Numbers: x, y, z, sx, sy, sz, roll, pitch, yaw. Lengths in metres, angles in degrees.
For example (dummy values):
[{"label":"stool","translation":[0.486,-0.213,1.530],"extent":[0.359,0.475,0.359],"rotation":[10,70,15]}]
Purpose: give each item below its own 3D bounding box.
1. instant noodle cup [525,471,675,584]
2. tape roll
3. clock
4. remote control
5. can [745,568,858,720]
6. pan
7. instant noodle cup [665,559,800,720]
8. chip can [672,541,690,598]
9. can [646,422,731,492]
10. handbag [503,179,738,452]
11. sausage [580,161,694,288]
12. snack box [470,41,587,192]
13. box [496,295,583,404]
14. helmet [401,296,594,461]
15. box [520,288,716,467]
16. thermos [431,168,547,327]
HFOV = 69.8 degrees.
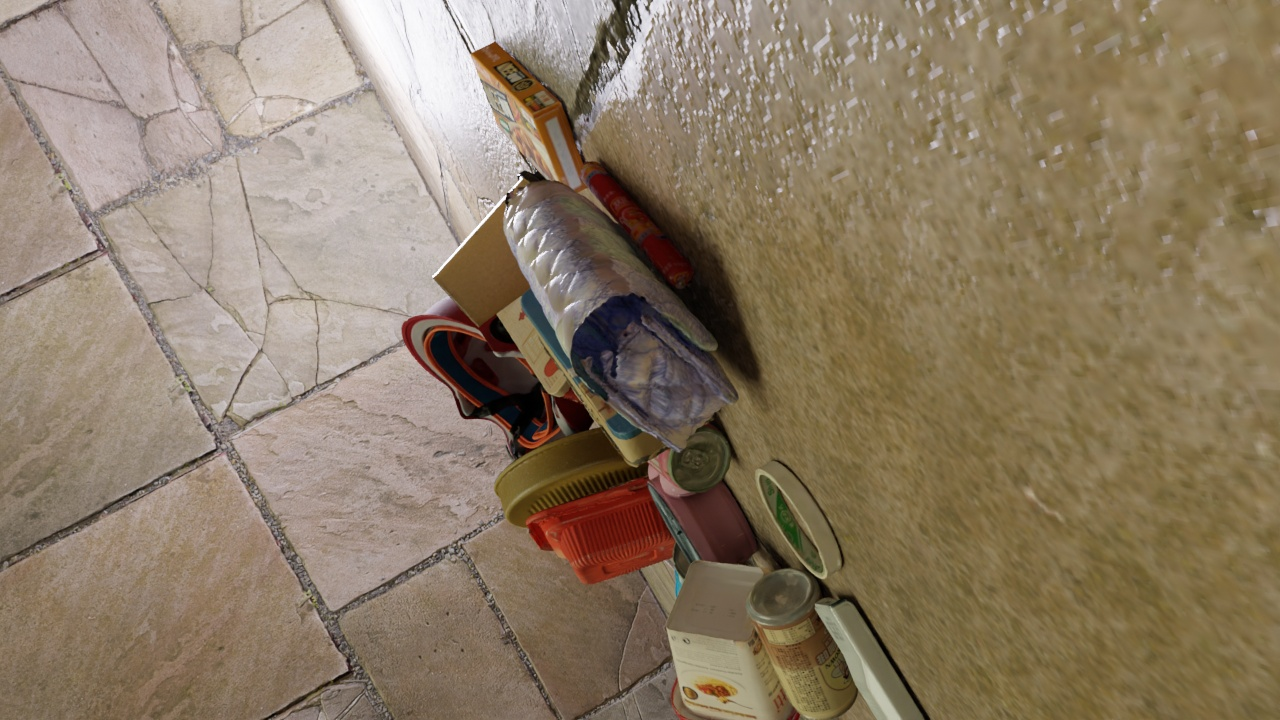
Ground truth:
[{"label":"instant noodle cup","translation":[-0.025,0.187,1.008],"extent":[0.165,0.189,0.079],"rotation":[80,173,-67]},{"label":"tape roll","translation":[0.106,0.108,0.624],"extent":[0.085,0.014,0.086],"rotation":[59,171,15]},{"label":"clock","translation":[0.051,0.136,0.869],"extent":[0.158,0.059,0.117],"rotation":[60,172,-3]},{"label":"remote control","translation":[0.163,0.220,0.630],"extent":[0.125,0.024,0.049],"rotation":[60,170,11]},{"label":"can","translation":[0.127,0.221,0.715],"extent":[0.116,0.058,0.058],"rotation":[66,170,-25]},{"label":"pan","translation":[-0.061,0.148,1.095],"extent":[0.358,0.197,0.078],"rotation":[79,173,-66]},{"label":"instant noodle cup","translation":[0.081,0.244,0.790],"extent":[0.117,0.116,0.124],"rotation":[1,128,27]},{"label":"chip can","translation":[0.073,0.241,1.032],"extent":[0.071,0.071,0.210],"rotation":[57,169,22]},{"label":"can","translation":[0.020,0.062,0.786],"extent":[0.058,0.058,0.147],"rotation":[65,166,-23]},{"label":"handbag","translation":[-0.017,-0.037,0.601],"extent":[0.134,0.075,0.194],"rotation":[41,-172,-36]},{"label":"sausage","translation":[-0.006,-0.093,0.604],"extent":[0.156,0.020,0.020],"rotation":[53,168,40]},{"label":"snack box","translation":[-0.090,-0.194,0.732],"extent":[0.153,0.026,0.075],"rotation":[51,166,46]},{"label":"box","translation":[-0.068,-0.032,0.885],"extent":[0.076,0.091,0.168],"rotation":[23,-160,-42]},{"label":"helmet","translation":[-0.137,-0.004,1.049],"extent":[0.240,0.143,0.207],"rotation":[39,148,2]},{"label":"box","translation":[-0.022,-0.008,0.730],"extent":[0.184,0.089,0.060],"rotation":[49,167,31]},{"label":"thermos","translation":[-0.113,-0.100,0.818],"extent":[0.093,0.143,0.093],"rotation":[47,174,6]}]
